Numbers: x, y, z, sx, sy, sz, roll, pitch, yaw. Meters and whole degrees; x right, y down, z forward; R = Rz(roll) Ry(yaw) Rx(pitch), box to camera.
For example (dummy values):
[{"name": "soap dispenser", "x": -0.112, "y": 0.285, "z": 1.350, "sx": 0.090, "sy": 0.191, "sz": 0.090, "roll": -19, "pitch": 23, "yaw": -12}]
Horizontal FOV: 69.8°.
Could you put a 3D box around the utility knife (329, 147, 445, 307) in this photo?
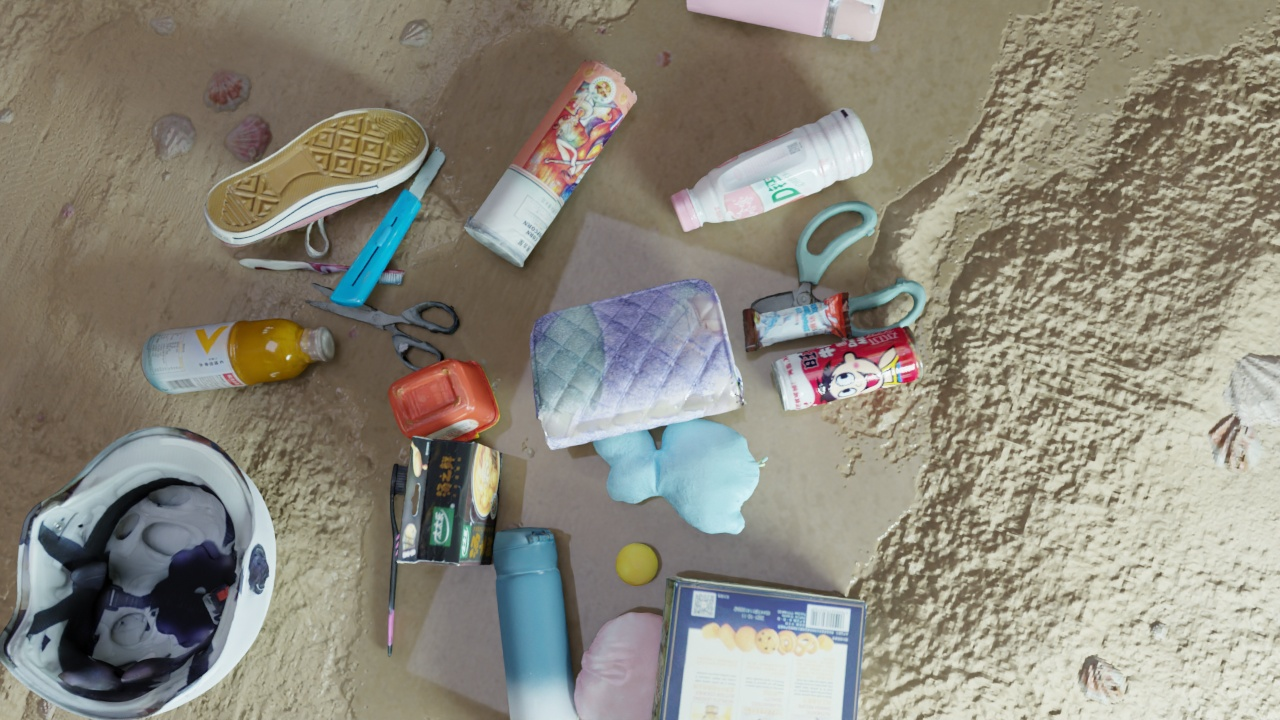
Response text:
[{"name": "utility knife", "x": -0.261, "y": -0.143, "z": 0.970, "sx": 0.034, "sy": 0.018, "sz": 0.204, "roll": 23, "pitch": 73, "yaw": 13}]

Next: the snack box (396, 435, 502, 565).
[{"name": "snack box", "x": -0.174, "y": 0.134, "z": 0.860, "sx": 0.053, "sy": 0.125, "sz": 0.113, "roll": 3, "pitch": 80, "yaw": 7}]

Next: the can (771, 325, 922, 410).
[{"name": "can", "x": 0.195, "y": 0.008, "z": 0.874, "sx": 0.133, "sy": 0.053, "sz": 0.053, "roll": -14, "pitch": 78, "yaw": 4}]

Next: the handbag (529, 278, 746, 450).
[{"name": "handbag", "x": -0.005, "y": 0.005, "z": 0.883, "sx": 0.194, "sy": 0.076, "sz": 0.134, "roll": -13, "pitch": 57, "yaw": 6}]

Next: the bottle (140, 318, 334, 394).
[{"name": "bottle", "x": -0.412, "y": -0.007, "z": 0.947, "sx": 0.189, "sy": 0.068, "sz": 0.068, "roll": -6, "pitch": 79, "yaw": 6}]

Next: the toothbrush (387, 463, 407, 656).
[{"name": "toothbrush", "x": -0.243, "y": 0.198, "z": 0.916, "sx": 0.018, "sy": 0.014, "sz": 0.189, "roll": 0, "pitch": 80, "yaw": -5}]

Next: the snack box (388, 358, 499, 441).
[{"name": "snack box", "x": -0.195, "y": 0.043, "z": 0.904, "sx": 0.091, "sy": 0.080, "sz": 0.082, "roll": -24, "pitch": 78, "yaw": 2}]

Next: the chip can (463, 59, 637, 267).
[{"name": "chip can", "x": -0.091, "y": -0.203, "z": 0.942, "sx": 0.071, "sy": 0.071, "sz": 0.214, "roll": 33, "pitch": 84, "yaw": 12}]

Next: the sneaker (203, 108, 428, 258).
[{"name": "sneaker", "x": -0.336, "y": -0.185, "z": 0.964, "sx": 0.240, "sy": 0.088, "sz": 0.118, "roll": -33, "pitch": 89, "yaw": -22}]

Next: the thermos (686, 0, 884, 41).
[{"name": "thermos", "x": 0.148, "y": -0.374, "z": 0.935, "sx": 0.199, "sy": 0.087, "sz": 0.067, "roll": 16, "pitch": 99, "yaw": 11}]

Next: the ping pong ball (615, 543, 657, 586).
[{"name": "ping pong ball", "x": -0.004, "y": 0.194, "z": 0.871, "sx": 0.040, "sy": 0.040, "sz": 0.040, "roll": -1, "pitch": 79, "yaw": 7}]

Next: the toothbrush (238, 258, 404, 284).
[{"name": "toothbrush", "x": -0.343, "y": -0.096, "z": 0.982, "sx": 0.188, "sy": 0.016, "sz": 0.017, "roll": 5, "pitch": 90, "yaw": 8}]

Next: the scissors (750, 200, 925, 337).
[{"name": "scissors", "x": 0.188, "y": -0.090, "z": 0.912, "sx": 0.175, "sy": 0.019, "sz": 0.176, "roll": -7, "pitch": 80, "yaw": 9}]

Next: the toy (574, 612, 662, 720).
[{"name": "toy", "x": 0.021, "y": 0.301, "z": 0.842, "sx": 0.159, "sy": 0.054, "sz": 0.121, "roll": 18, "pitch": 82, "yaw": -2}]

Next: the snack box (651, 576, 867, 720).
[{"name": "snack box", "x": 0.102, "y": 0.293, "z": 0.811, "sx": 0.178, "sy": 0.046, "sz": 0.182, "roll": 9, "pitch": 80, "yaw": -10}]

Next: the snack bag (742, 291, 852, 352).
[{"name": "snack bag", "x": 0.151, "y": -0.037, "z": 0.888, "sx": 0.104, "sy": 0.026, "sz": 0.048, "roll": -6, "pitch": 76, "yaw": 11}]

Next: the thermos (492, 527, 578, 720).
[{"name": "thermos", "x": -0.098, "y": 0.266, "z": 0.860, "sx": 0.070, "sy": 0.070, "sz": 0.220, "roll": -10, "pitch": 78, "yaw": 5}]

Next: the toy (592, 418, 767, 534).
[{"name": "toy", "x": 0.040, "y": 0.099, "z": 0.879, "sx": 0.156, "sy": 0.050, "sz": 0.161, "roll": -21, "pitch": 66, "yaw": 7}]

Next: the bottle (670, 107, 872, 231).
[{"name": "bottle", "x": 0.127, "y": -0.184, "z": 0.914, "sx": 0.197, "sy": 0.068, "sz": 0.068, "roll": -21, "pitch": 78, "yaw": 6}]

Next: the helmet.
[{"name": "helmet", "x": -0.447, "y": 0.204, "z": 0.873, "sx": 0.229, "sy": 0.146, "sz": 0.258, "roll": 6, "pitch": 72, "yaw": 7}]

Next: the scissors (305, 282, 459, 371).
[{"name": "scissors", "x": -0.275, "y": -0.037, "z": 0.963, "sx": 0.171, "sy": 0.014, "sz": 0.150, "roll": -17, "pitch": 77, "yaw": 4}]
